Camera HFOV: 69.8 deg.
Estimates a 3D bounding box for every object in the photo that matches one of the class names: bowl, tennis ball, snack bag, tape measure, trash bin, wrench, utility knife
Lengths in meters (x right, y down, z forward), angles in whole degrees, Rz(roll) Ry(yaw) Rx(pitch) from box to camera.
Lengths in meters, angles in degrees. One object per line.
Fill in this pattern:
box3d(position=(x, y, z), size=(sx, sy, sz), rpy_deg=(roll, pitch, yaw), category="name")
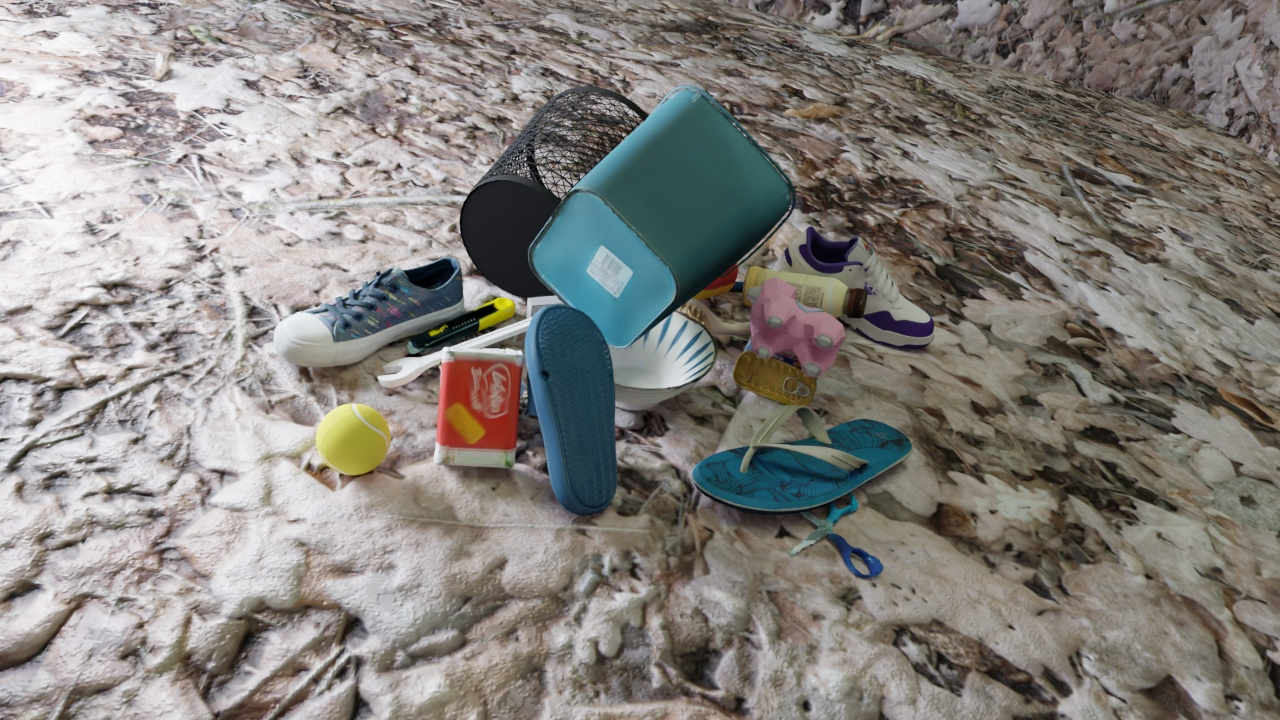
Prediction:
box3d(position=(-0.006, 0.006, 1.025), size=(0.177, 0.071, 0.177), rpy_deg=(5, 35, -4), category="bowl")
box3d(position=(-0.262, 0.072, 0.838), size=(0.065, 0.065, 0.065), rpy_deg=(11, 34, -7), category="tennis ball")
box3d(position=(-0.155, 0.045, 0.879), size=(0.077, 0.116, 0.036), rpy_deg=(4, 4, -13), category="snack bag")
box3d(position=(-0.103, -0.047, 1.079), size=(0.060, 0.062, 0.020), rpy_deg=(-6, 39, -21), category="tape measure")
box3d(position=(-0.103, -0.210, 1.198), size=(0.217, 0.217, 0.242), rpy_deg=(22, 41, 10), category="trash bin")
box3d(position=(-0.155, -0.027, 1.003), size=(0.273, 0.009, 0.047), rpy_deg=(-22, 30, -20), category="wrench")
box3d(position=(0.015, -0.146, 1.001), size=(0.199, 0.197, 0.217), rpy_deg=(45, 49, -1), category="trash bin")
box3d(position=(-0.207, -0.039, 1.058), size=(0.029, 0.020, 0.173), rpy_deg=(28, 34, 22), category="utility knife")

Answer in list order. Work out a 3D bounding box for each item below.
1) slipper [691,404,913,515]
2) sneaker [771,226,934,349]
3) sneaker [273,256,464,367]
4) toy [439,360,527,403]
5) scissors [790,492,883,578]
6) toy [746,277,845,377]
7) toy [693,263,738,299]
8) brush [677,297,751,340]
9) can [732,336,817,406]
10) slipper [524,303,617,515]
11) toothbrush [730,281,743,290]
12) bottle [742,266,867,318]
box3d(position=(0.188, 0.096, 0.980), size=(0.294, 0.060, 0.118), rpy_deg=(-12, 35, -36), category="slipper")
box3d(position=(0.310, -0.111, 1.276), size=(0.244, 0.111, 0.091), rpy_deg=(25, 40, 4), category="sneaker")
box3d(position=(-0.292, -0.063, 1.009), size=(0.087, 0.079, 0.234), rpy_deg=(36, 39, 27), category="sneaker")
box3d(position=(-0.155, 0.029, 0.938), size=(0.087, 0.112, 0.050), rpy_deg=(-15, 48, 33), category="toy")
box3d(position=(0.194, 0.171, 0.926), size=(0.127, 0.014, 0.133), rpy_deg=(-19, 48, -40), category="scissors")
box3d(position=(0.181, -0.046, 1.092), size=(0.123, 0.067, 0.157), rpy_deg=(20, 27, 4), category="toy")
box3d(position=(0.076, -0.185, 1.213), size=(0.099, 0.216, 0.147), rpy_deg=(13, 23, 42), category="toy")
box3d(position=(0.145, -0.043, 1.187), size=(0.271, 0.062, 0.077), rpy_deg=(4, 52, -24), category="brush")
box3d(position=(0.168, 0.011, 1.111), size=(0.100, 0.054, 0.058), rpy_deg=(23, 32, 10), category="can")
box3d(position=(-0.073, 0.046, 0.892), size=(0.103, 0.059, 0.213), rpy_deg=(10, 66, -47), category="slipper")
box3d(position=(0.213, -0.110, 1.336), size=(0.189, 0.017, 0.016), rpy_deg=(-2, 37, -24), category="toothbrush")
box3d(position=(0.222, -0.089, 1.241), size=(0.162, 0.057, 0.056), rpy_deg=(11, 31, 20), category="bottle")
